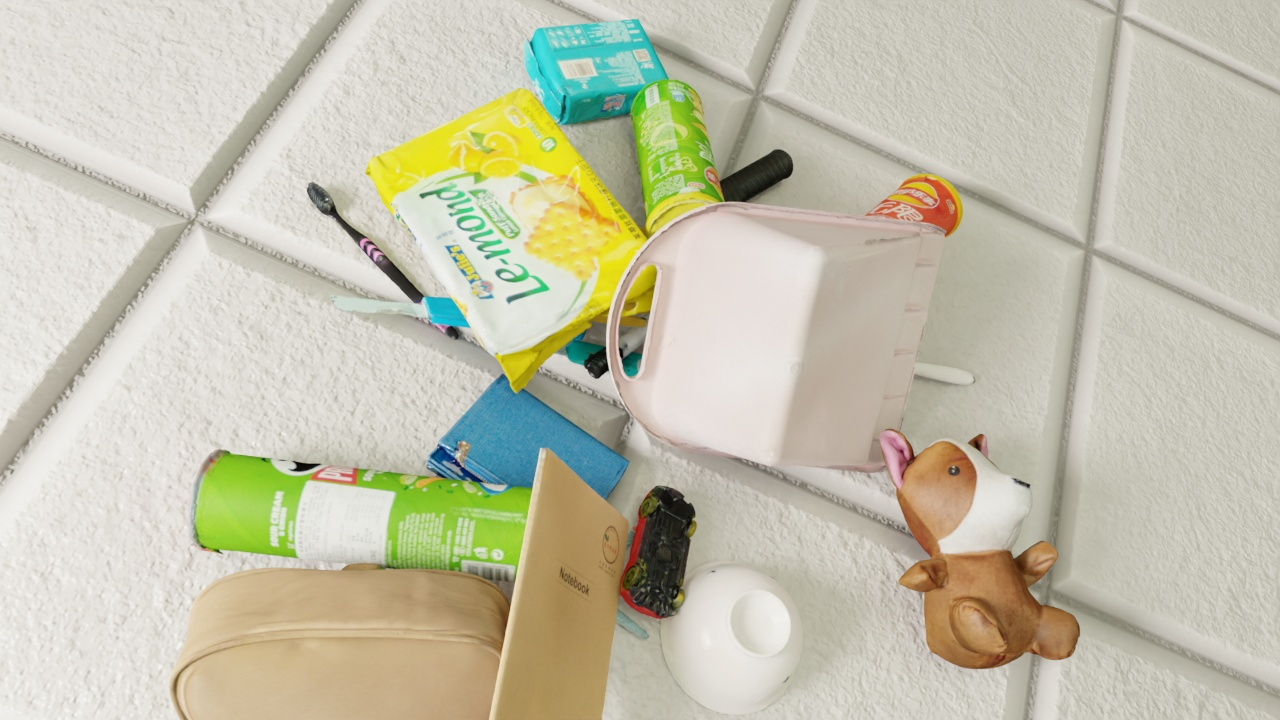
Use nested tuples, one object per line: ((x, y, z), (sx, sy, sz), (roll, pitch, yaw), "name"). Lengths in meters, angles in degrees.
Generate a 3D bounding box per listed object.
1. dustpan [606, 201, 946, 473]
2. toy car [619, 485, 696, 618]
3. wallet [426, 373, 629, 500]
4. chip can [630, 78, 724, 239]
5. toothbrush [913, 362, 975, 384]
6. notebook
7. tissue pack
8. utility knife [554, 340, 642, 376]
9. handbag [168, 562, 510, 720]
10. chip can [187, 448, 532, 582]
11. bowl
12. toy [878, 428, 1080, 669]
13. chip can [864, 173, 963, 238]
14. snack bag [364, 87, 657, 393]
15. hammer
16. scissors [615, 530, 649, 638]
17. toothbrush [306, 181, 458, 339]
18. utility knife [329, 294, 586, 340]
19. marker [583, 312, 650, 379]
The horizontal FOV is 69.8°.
((0.113, -0.023, 0.753), (0.272, 0.139, 0.223), (0, 105, -49), "dustpan")
((0.015, 0.150, 0.726), (0.049, 0.031, 0.106), (31, 52, -22), "toy car")
((-0.087, 0.082, 0.727), (0.133, 0.040, 0.106), (34, 51, 4), "wallet")
((0.032, -0.174, 0.819), (0.072, 0.073, 0.220), (7, 42, -12), "chip can")
((0.242, 0.003, 0.853), (0.180, 0.016, 0.016), (11, 70, -22), "toothbrush")
((-0.051, 0.184, 0.629), (0.008, 0.148, 0.207), (-4, 59, 23), "notebook")
((-0.040, -0.286, 0.906), (0.133, 0.050, 0.093), (-14, 68, -21), "tissue pack")
((-0.005, 0.005, 0.801), (0.176, 0.013, 0.029), (13, 52, -9), "utility knife")
((-0.187, 0.199, 0.598), (0.204, 0.148, 0.099), (5, 29, -13), "handbag")
((-0.186, 0.112, 0.647), (0.236, 0.072, 0.072), (7, 64, -1), "chip can")
((0.080, 0.205, 0.702), (0.118, 0.065, 0.118), (6, 64, -12), "bowl")
((0.273, 0.147, 0.755), (0.140, 0.131, 0.199), (12, 52, -28), "toy")
((0.223, -0.105, 0.862), (0.073, 0.073, 0.216), (47, 53, 9), "chip can")
((-0.102, -0.106, 0.756), (0.157, 0.068, 0.246), (-31, 69, -15), "snack bag")
((0.035, -0.126, 0.854), (0.299, 0.033, 0.129), (-34, 65, -29), "hammer")
((-0.049, 0.176, 0.709), (0.134, 0.017, 0.133), (41, 58, 6), "scissors")
((-0.221, -0.086, 0.783), (0.189, 0.018, 0.014), (45, 63, 6), "toothbrush")
((-0.148, -0.040, 0.773), (0.218, 0.018, 0.034), (5, 46, -15), "utility knife")
((-0.001, -0.025, 0.805), (0.022, 0.018, 0.130), (31, 51, 23), "marker")
